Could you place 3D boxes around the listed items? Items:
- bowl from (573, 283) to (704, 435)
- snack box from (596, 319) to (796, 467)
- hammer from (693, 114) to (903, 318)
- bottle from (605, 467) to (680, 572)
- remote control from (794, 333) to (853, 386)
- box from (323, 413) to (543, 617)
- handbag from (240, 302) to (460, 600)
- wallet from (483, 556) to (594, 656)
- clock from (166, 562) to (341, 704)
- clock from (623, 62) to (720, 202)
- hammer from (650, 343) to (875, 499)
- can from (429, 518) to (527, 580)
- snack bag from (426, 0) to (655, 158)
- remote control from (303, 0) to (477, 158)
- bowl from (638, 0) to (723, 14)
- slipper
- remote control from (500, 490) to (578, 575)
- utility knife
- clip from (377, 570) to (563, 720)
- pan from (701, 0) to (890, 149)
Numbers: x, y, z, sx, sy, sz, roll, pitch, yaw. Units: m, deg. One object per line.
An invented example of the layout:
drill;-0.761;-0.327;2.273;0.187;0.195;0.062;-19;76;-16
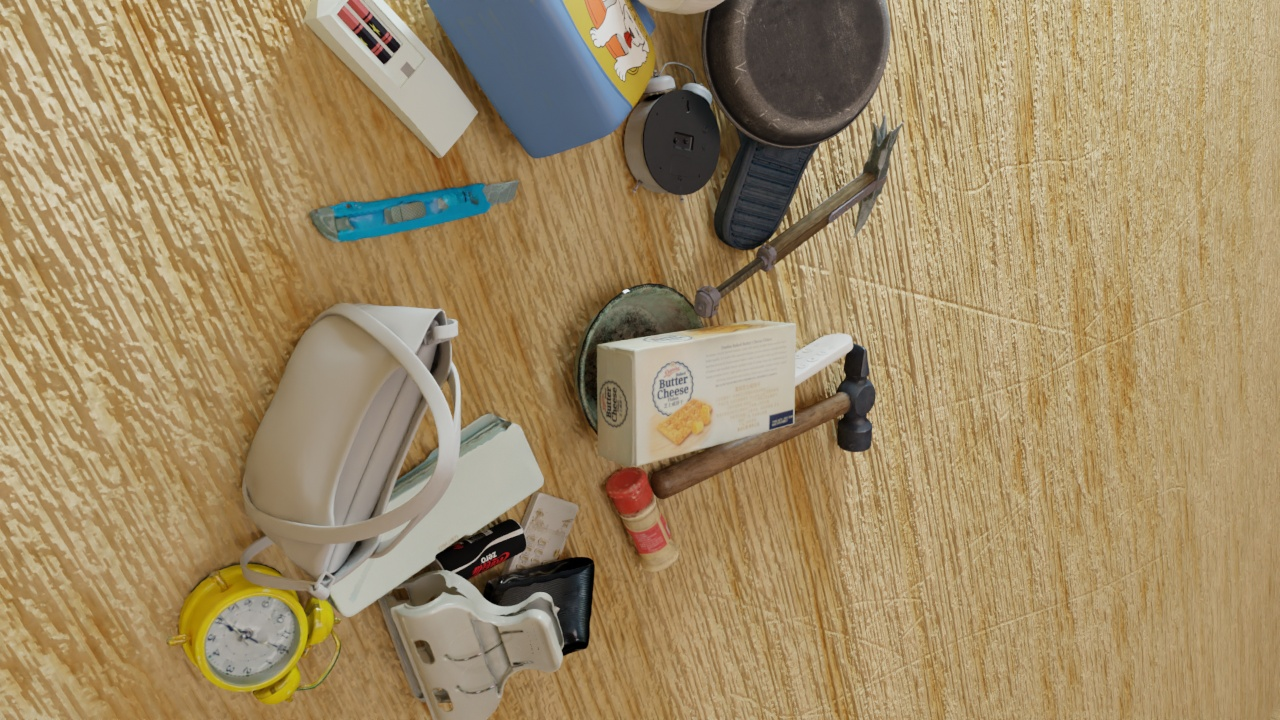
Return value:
bowl;-0.005;0.005;0.864;0.157;0.039;0.157;-9;104;-38
snack box;0.056;0.024;0.853;0.207;0.058;0.104;-10;105;-39
hammer;0.160;-0.126;0.943;0.315;0.028;0.147;-37;148;-32
bottle;0.003;0.157;0.898;0.044;0.044;0.109;-38;121;-28
remote control;0.185;0.001;1.018;0.136;0.043;0.013;-29;115;-33
box;-0.173;0.120;0.743;0.198;0.066;0.083;-34;138;-28
handbag;-0.180;0.066;0.610;0.095;0.223;0.215;28;81;-39
wallet;-0.092;0.230;0.827;0.114;0.026;0.089;-4;103;-39
clock;-0.274;0.198;0.665;0.118;0.057;0.083;39;73;-31
clock;0.030;-0.213;0.853;0.094;0.035;0.122;1;97;-40
hammer;0.142;0.081;0.998;0.320;0.040;0.129;-19;117;-33
can;-0.139;0.166;0.788;0.080;0.032;0.031;-22;112;-35
snack bag;-0.056;-0.287;0.737;0.159;0.102;0.204;56;42;-32
remote control;-0.181;-0.220;0.683;0.143;0.024;0.049;46;69;-36
bowl;0.024;-0.322;0.730;0.118;0.118;0.062;48;61;-35
slipper;0.129;-0.242;0.910;0.101;0.082;0.264;10;112;-38
remote control;-0.100;0.190;0.838;0.050;0.011;0.135;26;82;-40
utility knife;-0.170;-0.120;0.719;0.178;0.015;0.031;-21;116;-37
clip;-0.137;0.236;0.733;0.096;0.152;0.126;-61;143;-60
pan;0.120;-0.361;0.792;0.187;0.055;0.357;-22;113;-11
